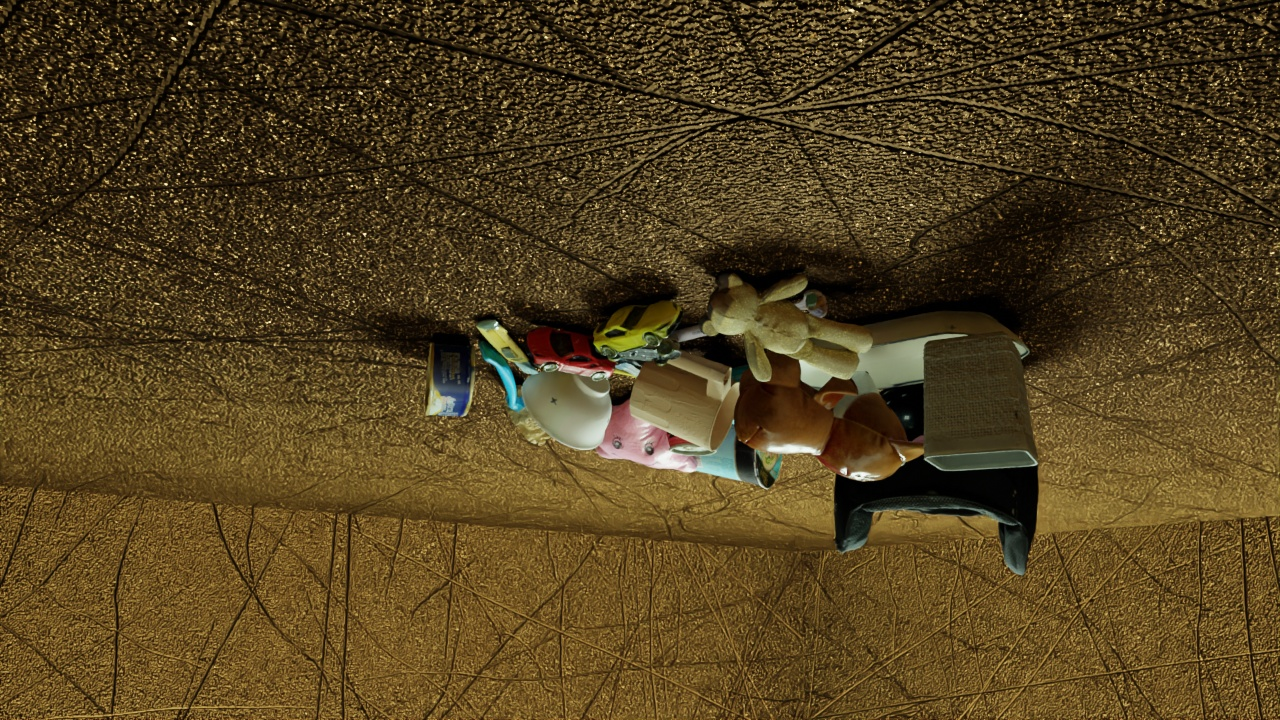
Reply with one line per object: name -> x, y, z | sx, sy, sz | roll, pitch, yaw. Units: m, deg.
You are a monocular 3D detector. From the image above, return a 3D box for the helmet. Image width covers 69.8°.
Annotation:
helmet -> 0.359, 0.133, 1.116 | 0.234, 0.230, 0.274 | 7, 175, 12

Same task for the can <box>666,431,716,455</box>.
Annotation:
can -> 0.066, 0.069, 1.154 | 0.066, 0.093, 0.066 | 1, 164, 0

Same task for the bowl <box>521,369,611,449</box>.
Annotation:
bowl -> -0.074, 0.040, 1.089 | 0.118, 0.118, 0.065 | 16, 127, -41

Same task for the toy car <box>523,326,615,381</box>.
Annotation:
toy car -> -0.074, -0.010, 0.973 | 0.106, 0.049, 0.031 | 11, 138, -33

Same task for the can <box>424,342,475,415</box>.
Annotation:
can -> -0.222, 0.024, 1.063 | 0.049, 0.074, 0.148 | 3, 164, -14

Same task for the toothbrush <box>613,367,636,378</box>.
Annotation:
toothbrush -> -0.052, 0.002, 1.077 | 0.190, 0.015, 0.017 | 16, 154, -40

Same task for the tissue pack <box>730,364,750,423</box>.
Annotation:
tissue pack -> 0.147, 0.044, 1.116 | 0.090, 0.063, 0.140 | -10, 161, 29

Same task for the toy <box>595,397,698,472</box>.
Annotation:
toy -> -0.007, 0.096, 1.293 | 0.195, 0.074, 0.179 | 11, 145, 9

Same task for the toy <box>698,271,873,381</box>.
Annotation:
toy -> 0.134, -0.030, 0.832 | 0.157, 0.105, 0.066 | 20, -156, -6

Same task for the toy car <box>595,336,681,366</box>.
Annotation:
toy car -> -0.002, -0.017, 0.962 | 0.090, 0.035, 0.042 | 8, 165, -3

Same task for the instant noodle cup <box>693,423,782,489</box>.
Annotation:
instant noodle cup -> 0.136, 0.128, 1.358 | 0.121, 0.111, 0.111 | 3, 167, 29

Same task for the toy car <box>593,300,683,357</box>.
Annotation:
toy car -> -0.005, -0.035, 0.896 | 0.105, 0.048, 0.032 | -12, 126, 42

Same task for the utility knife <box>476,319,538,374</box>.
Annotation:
utility knife -> -0.147, -0.013, 1.043 | 0.031, 0.021, 0.207 | 5, 169, 9

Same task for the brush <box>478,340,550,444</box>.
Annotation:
brush -> -0.156, 0.037, 1.136 | 0.046, 0.083, 0.255 | -22, 155, -3

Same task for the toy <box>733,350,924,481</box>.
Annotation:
toy -> 0.197, 0.061, 0.957 | 0.199, 0.130, 0.140 | 26, 163, -4

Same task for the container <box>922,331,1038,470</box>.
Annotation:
container -> 0.317, 0.039, 0.864 | 0.090, 0.114, 0.090 | -8, 162, 29

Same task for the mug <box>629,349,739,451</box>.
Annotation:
mug -> 0.050, 0.033, 1.028 | 0.103, 0.084, 0.125 | 21, 145, 20

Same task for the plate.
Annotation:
plate -> 0.267, -0.009, 0.974 | 0.266, 0.034, 0.161 | -13, 159, 40

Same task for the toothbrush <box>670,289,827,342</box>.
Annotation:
toothbrush -> 0.101, -0.039, 0.913 | 0.190, 0.029, 0.021 | -13, -164, 44

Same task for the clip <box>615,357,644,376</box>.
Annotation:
clip -> -0.006, 0.009, 1.089 | 0.025, 0.033, 0.057 | -15, 154, 39
